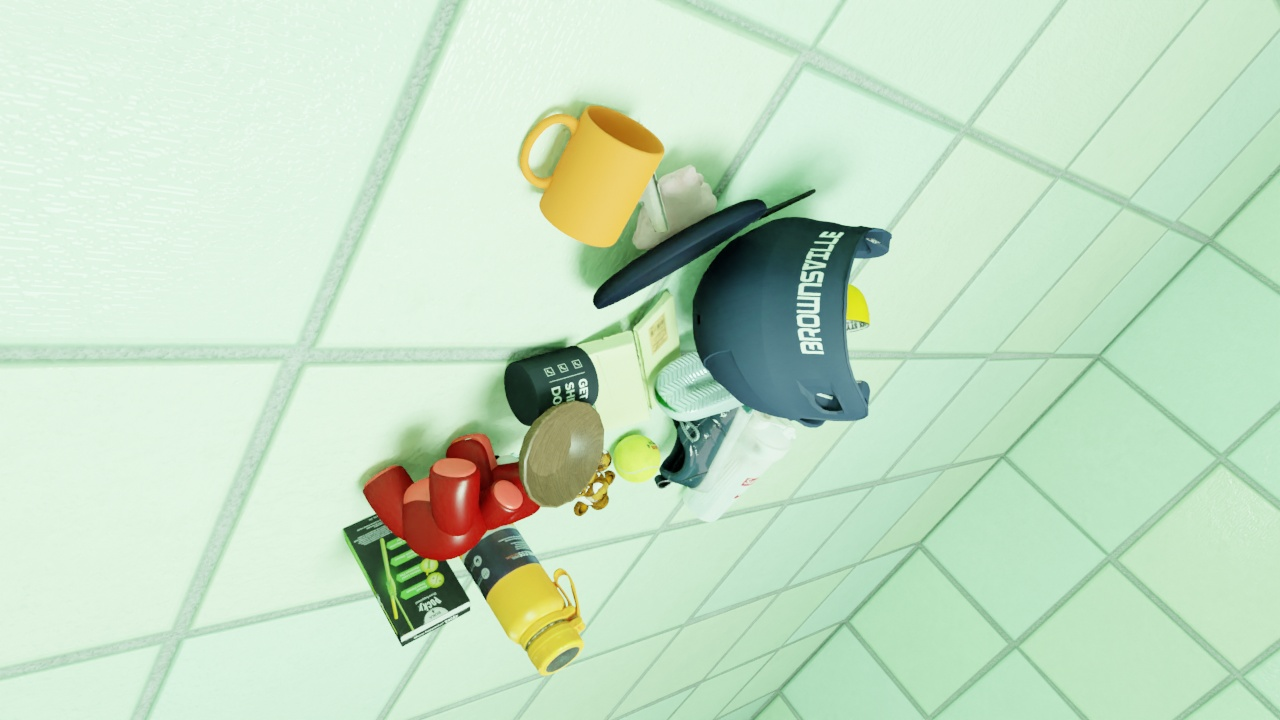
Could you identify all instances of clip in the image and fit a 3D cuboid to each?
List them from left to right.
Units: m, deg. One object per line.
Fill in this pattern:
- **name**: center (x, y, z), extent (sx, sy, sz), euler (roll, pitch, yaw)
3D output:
- **clip**: center (-0.004, -0.166, 0.862), extent (0.040, 0.101, 0.054), euler (-18, -172, -29)

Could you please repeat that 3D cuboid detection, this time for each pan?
- **pan**: center (0.088, -0.138, 0.978), extent (0.355, 0.021, 0.199), euler (-29, 180, -41)

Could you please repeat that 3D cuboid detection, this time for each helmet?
- **helmet**: center (0.176, -0.042, 1.058), extent (0.272, 0.224, 0.232), euler (29, 68, -52)

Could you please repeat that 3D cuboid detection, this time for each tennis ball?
- **tennis ball**: center (-0.005, 0.134, 1.249), extent (0.065, 0.065, 0.065), euler (-29, 148, -20)

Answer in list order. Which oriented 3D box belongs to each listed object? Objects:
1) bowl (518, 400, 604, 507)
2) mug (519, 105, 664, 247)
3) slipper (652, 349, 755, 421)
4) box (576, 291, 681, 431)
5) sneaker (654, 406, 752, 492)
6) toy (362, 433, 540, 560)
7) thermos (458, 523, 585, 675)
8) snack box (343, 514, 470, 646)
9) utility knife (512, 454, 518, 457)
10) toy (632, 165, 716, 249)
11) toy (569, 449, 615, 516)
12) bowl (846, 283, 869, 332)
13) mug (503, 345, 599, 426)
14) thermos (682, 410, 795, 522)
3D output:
- **bowl**: center (-0.088, 0.095, 0.961), extent (0.117, 0.030, 0.118), euler (-24, 123, -44)
- **mug**: center (-0.050, -0.166, 0.797), extent (0.112, 0.077, 0.096), euler (17, 122, -24)
- **slipper**: center (0.118, 0.021, 1.167), extent (0.244, 0.104, 0.074), euler (-18, 154, -30)
- **box**: center (-0.003, 0.011, 1.112), extent (0.140, 0.047, 0.188), euler (-34, 150, -15)
- **sneaker**: center (0.091, 0.079, 1.271), extent (0.087, 0.089, 0.236), euler (16, 107, -20)
- **toy**: center (-0.181, 0.141, 1.004), extent (0.159, 0.120, 0.196), euler (-14, 179, 35)
- **thermos**: center (-0.147, 0.251, 1.076), extent (0.091, 0.232, 0.076), euler (-47, 149, 11)
- **snack box**: center (-0.257, 0.230, 1.007), extent (0.080, 0.147, 0.025), euler (-23, 146, -27)
- **utility knife**: center (-0.133, 0.140, 1.164), extent (0.022, 0.015, 0.124), euler (-50, 149, -8)
- **toy**: center (0.035, -0.157, 0.912), extent (0.099, 0.052, 0.096), euler (-30, 156, -13)
- **toy**: center (-0.068, 0.163, 1.219), extent (0.087, 0.067, 0.113), euler (-47, 140, -18)
- **bowl**: center (0.246, -0.076, 1.229), extent (0.117, 0.067, 0.117), euler (-1, 172, 0)
- **mug**: center (-0.095, 0.043, 0.999), extent (0.077, 0.071, 0.105), euler (-17, 111, -35)
- **thermos**: center (0.154, 0.159, 1.442), extent (0.099, 0.099, 0.221), euler (-5, 140, -45)
